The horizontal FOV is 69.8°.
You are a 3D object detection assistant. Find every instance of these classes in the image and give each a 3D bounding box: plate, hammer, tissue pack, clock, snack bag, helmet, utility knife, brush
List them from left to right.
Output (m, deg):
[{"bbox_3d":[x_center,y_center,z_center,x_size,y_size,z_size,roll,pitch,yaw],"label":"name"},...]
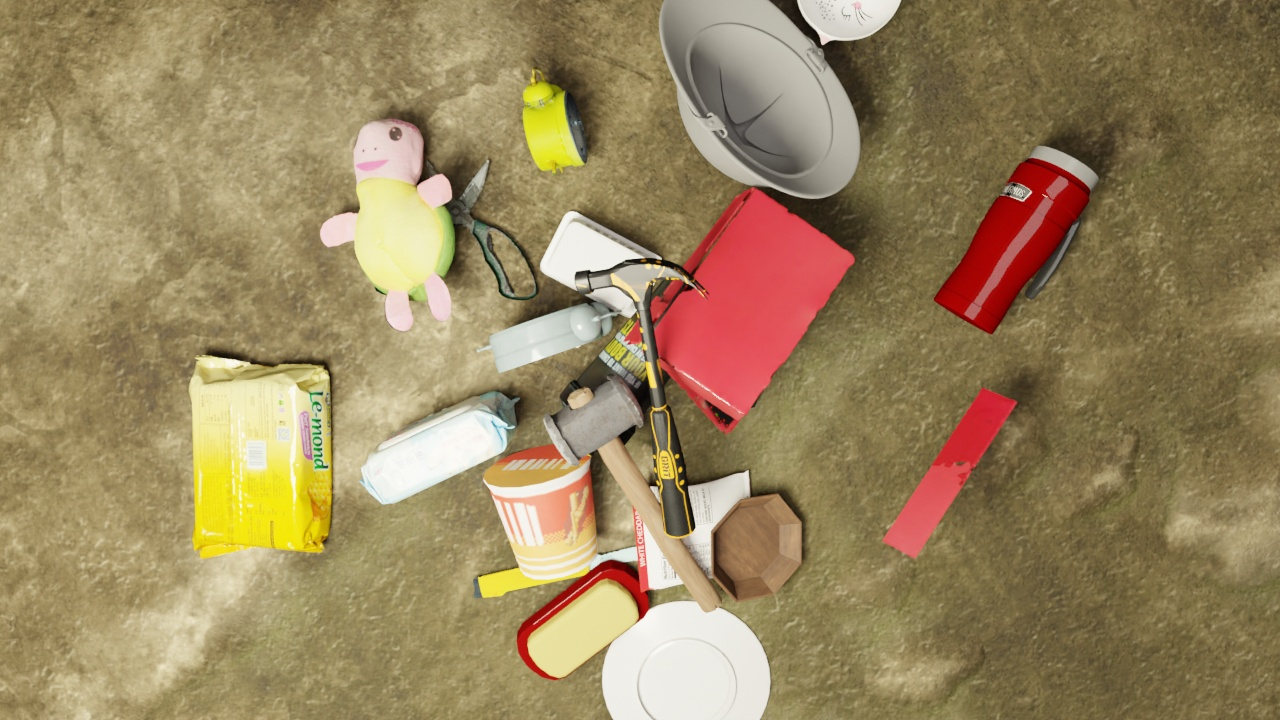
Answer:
[{"bbox_3d":[-0.452,0.119,1.087,0.159,0.068,0.247,2,98,0],"label":"snack bag"},{"bbox_3d":[-0.223,0.093,1.054,0.182,0.112,0.070,-26,97,4],"label":"tissue pack"},{"bbox_3d":[-0.096,-0.267,1.017,0.057,0.083,0.119,-12,99,10],"label":"clock"},{"bbox_3d":[-0.096,-0.029,1.026,0.159,0.122,0.045,-19,92,14],"label":"clock"},{"bbox_3d":[-0.096,0.257,1.119,0.225,0.019,0.030,-12,102,5],"label":"utility knife"},{"bbox_3d":[-0.069,0.319,1.108,0.173,0.042,0.082,-38,104,6],"label":"brush"},{"bbox_3d":[0.009,0.163,1.019,0.098,0.052,0.328,-32,114,-5],"label":"hammer"},{"bbox_3d":[0.022,0.047,0.921,0.123,0.036,0.321,-3,119,14],"label":"hammer"},{"bbox_3d":[0.057,0.400,1.135,0.208,0.015,0.208,0,98,2],"label":"plate"},{"bbox_3d":[0.065,0.204,1.093,0.144,0.039,0.131,-7,98,-9],"label":"snack bag"},{"bbox_3d":[0.109,-0.271,0.998,0.183,0.118,0.271,-38,89,-25],"label":"helmet"},{"bbox_3d":[0.132,0.218,1.083,0.131,0.025,0.131,-3,98,-24],"label":"plate"}]

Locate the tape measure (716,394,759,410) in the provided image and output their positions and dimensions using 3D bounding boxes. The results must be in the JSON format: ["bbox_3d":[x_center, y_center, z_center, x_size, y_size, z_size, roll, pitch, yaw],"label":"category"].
[{"bbox_3d":[0.111,0.033,1.075,0.062,0.034,0.061,18,100,0],"label":"tape measure"}]

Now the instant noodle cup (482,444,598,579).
[{"bbox_3d":[-0.107,0.176,1.064,0.123,0.123,0.121,-10,105,3],"label":"instant noodle cup"}]

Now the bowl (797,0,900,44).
[{"bbox_3d":[0.224,-0.405,1.003,0.115,0.050,0.115,0,98,2],"label":"bowl"}]

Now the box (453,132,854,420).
[{"bbox_3d":[-0.009,-0.123,1.054,0.214,0.479,0.171,-54,137,-11],"label":"box"}]

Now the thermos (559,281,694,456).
[{"bbox_3d":[-0.006,0.006,1.047,0.098,0.098,0.221,38,91,-3],"label":"thermos"}]

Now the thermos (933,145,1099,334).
[{"bbox_3d":[0.425,-0.127,1.023,0.108,0.084,0.199,28,100,-21],"label":"thermos"}]

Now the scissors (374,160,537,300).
[{"bbox_3d":[-0.203,-0.128,1.073,0.204,0.015,0.202,35,99,-2],"label":"scissors"}]

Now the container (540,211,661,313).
[{"bbox_3d":[-0.046,-0.109,1.052,0.129,0.049,0.081,28,98,-2],"label":"container"}]

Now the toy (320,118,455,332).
[{"bbox_3d":[-0.268,-0.152,1.022,0.191,0.087,0.238,-17,87,30],"label":"toy"}]
